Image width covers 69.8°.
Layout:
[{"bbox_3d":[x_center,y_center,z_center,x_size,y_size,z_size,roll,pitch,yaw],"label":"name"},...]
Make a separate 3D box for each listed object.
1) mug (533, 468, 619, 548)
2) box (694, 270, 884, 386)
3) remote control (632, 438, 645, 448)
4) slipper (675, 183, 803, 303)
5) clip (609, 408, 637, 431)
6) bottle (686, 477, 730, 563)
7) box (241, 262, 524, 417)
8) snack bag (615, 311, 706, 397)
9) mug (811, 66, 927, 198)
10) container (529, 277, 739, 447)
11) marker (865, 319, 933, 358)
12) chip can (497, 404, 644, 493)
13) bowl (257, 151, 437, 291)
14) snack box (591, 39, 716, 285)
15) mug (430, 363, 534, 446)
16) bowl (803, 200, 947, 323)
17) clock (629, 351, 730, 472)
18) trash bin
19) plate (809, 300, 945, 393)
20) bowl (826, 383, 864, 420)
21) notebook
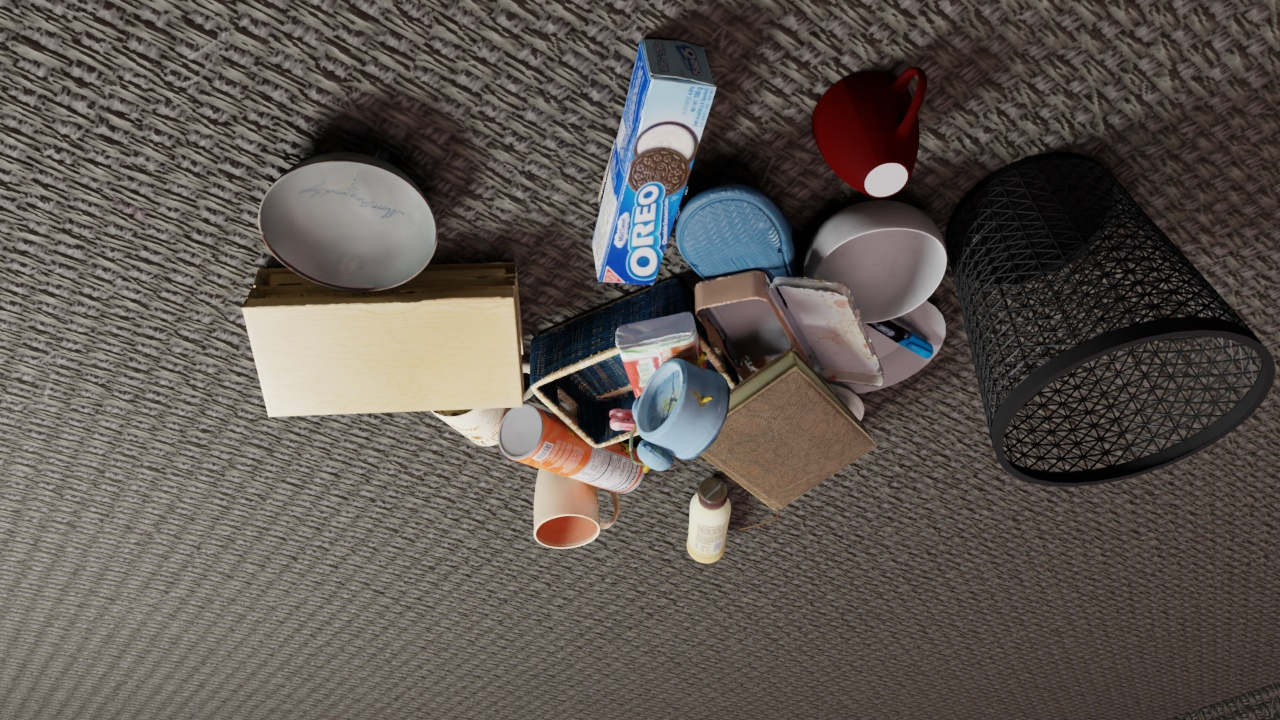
[{"bbox_3d":[-0.080,0.173,1.158,0.111,0.104,0.085,10,139,-20],"label":"mug"},{"bbox_3d":[0.157,-0.020,0.923,0.154,0.058,0.216,-6,153,23],"label":"box"},{"bbox_3d":[0.010,0.113,1.168,0.039,0.010,0.125,25,131,-32],"label":"remote control"},{"bbox_3d":[0.097,-0.108,0.871,0.104,0.059,0.213,-10,156,18],"label":"slipper"},{"bbox_3d":[-0.005,0.059,0.982,0.059,0.038,0.022,2,144,-11],"label":"clip"},{"bbox_3d":[0.095,0.221,1.276,0.056,0.056,0.162,-3,141,-3],"label":"bottle"},{"bbox_3d":[-0.243,-0.034,0.908,0.249,0.122,0.141,-3,118,-4],"label":"box"},{"bbox_3d":[0.025,0.005,0.901,0.077,0.036,0.116,-12,140,6],"label":"snack bag"},{"bbox_3d":[0.200,-0.188,0.759,0.087,0.088,0.114,13,138,-22],"label":"mug"},{"bbox_3d":[-0.006,0.006,0.986,0.188,0.071,0.145,-22,138,19],"label":"container"},{"bbox_3d":[0.274,-0.030,0.988,0.123,0.015,0.018,25,133,-30],"label":"marker"},{"bbox_3d":[-0.075,0.107,1.072,0.062,0.062,0.210,-26,151,23],"label":"chip can"},{"bbox_3d":[-0.250,-0.131,0.800,0.150,0.056,0.151,-3,141,-3],"label":"bowl"},{"bbox_3d":[0.006,-0.162,0.793,0.059,0.059,0.227,2,140,-15],"label":"snack box"},{"bbox_3d":[-0.166,0.039,1.020,0.122,0.081,0.097,-30,147,-4],"label":"mug"},{"bbox_3d":[0.221,-0.102,0.886,0.132,0.064,0.132,-3,141,-3],"label":"bowl"},{"bbox_3d":[0.029,0.051,0.859,0.051,0.088,0.125,25,128,-27],"label":"clock"},{"bbox_3d":[0.393,-0.047,0.831,0.217,0.242,0.217,-3,141,-3],"label":"trash bin"},{"bbox_3d":[0.250,-0.022,1.023,0.173,0.019,0.173,-3,141,-3],"label":"plate"},{"bbox_3d":[0.185,0.099,1.108,0.177,0.070,0.178,-2,148,-1],"label":"bowl"},{"bbox_3d":[0.137,0.095,0.991,0.190,0.034,0.215,-37,137,15],"label":"notebook"}]
